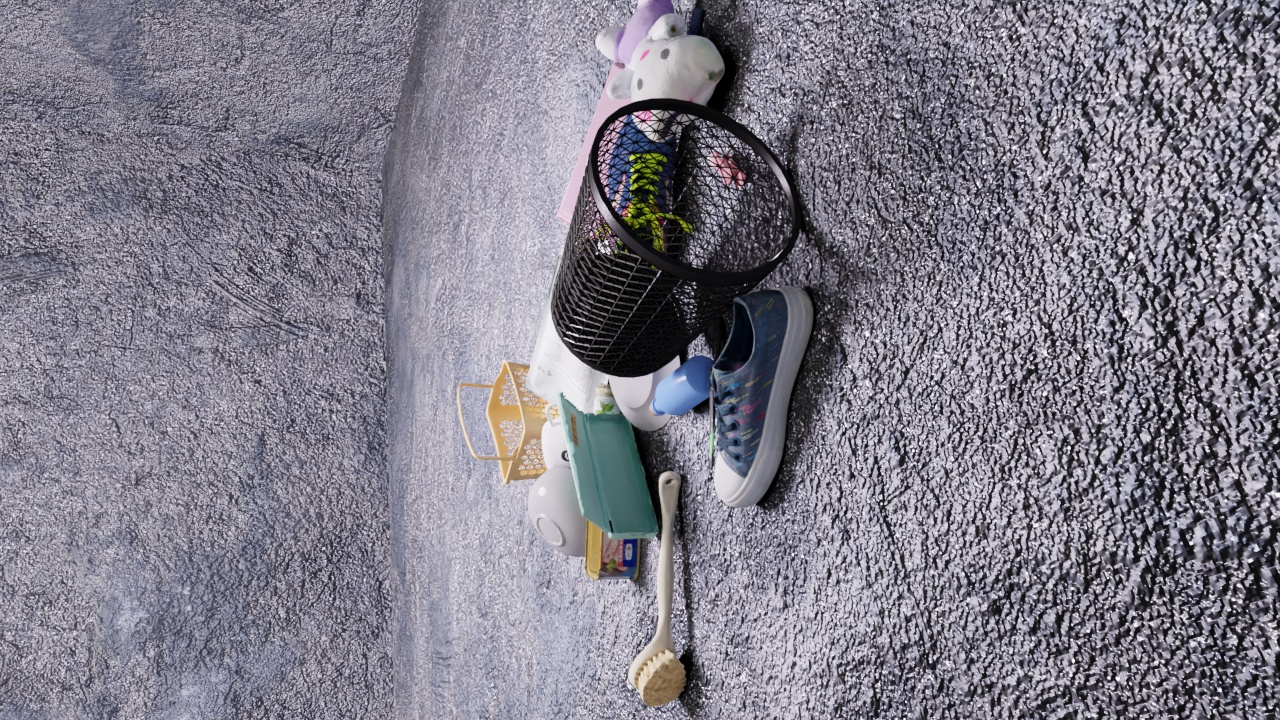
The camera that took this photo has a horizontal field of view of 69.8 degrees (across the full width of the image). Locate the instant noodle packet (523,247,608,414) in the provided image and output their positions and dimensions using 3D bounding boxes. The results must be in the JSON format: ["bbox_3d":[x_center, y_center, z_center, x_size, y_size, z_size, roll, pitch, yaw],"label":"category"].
[{"bbox_3d":[-0.090,-0.022,1.324,0.147,0.057,0.270,37,133,22],"label":"instant noodle packet"}]

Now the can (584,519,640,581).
[{"bbox_3d":[-0.037,0.242,1.217,0.054,0.059,0.099,173,100,-66],"label":"can"}]

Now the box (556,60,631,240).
[{"bbox_3d":[-0.054,-0.301,1.292,0.233,0.075,0.172,-68,28,17],"label":"box"}]

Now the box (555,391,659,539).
[{"bbox_3d":[-0.050,0.138,1.178,0.056,0.138,0.186,-45,43,32],"label":"box"}]

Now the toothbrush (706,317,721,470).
[{"bbox_3d":[0.078,0.031,1.005,0.014,0.017,0.187,104,172,-64],"label":"toothbrush"}]

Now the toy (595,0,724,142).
[{"bbox_3d":[0.023,-0.358,1.112,0.138,0.085,0.209,-42,50,24],"label":"toy"}]

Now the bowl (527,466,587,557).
[{"bbox_3d":[-0.107,0.221,1.289,0.132,0.064,0.132,27,136,29],"label":"bowl"}]

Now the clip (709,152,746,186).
[{"bbox_3d":[0.091,-0.215,1.025,0.059,0.041,0.023,-111,30,-50],"label":"clip"}]

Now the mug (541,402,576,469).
[{"bbox_3d":[-0.100,0.109,1.326,0.090,0.076,0.124,-85,-15,-56],"label":"mug"}]

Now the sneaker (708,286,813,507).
[{"bbox_3d":[0.101,0.036,0.914,0.087,0.079,0.236,-136,54,-59],"label":"sneaker"}]

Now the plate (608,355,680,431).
[{"bbox_3d":[-0.007,0.007,1.185,0.173,0.019,0.173,17,111,55],"label":"plate"}]

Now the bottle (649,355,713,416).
[{"bbox_3d":[0.045,0.038,1.077,0.131,0.048,0.048,139,130,-58],"label":"bottle"}]

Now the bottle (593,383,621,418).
[{"bbox_3d":[-0.047,0.088,1.288,0.043,0.042,0.110,-174,90,-66],"label":"bottle"}]

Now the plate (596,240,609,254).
[{"bbox_3d":[-0.034,-0.139,1.304,0.230,0.030,0.229,-176,90,-66],"label":"plate"}]

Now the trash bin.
[{"bbox_3d":[0.015,-0.110,0.974,0.244,0.216,0.216,125,142,-54],"label":"trash bin"}]

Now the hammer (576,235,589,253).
[{"bbox_3d":[-0.107,-0.139,1.469,0.120,0.033,0.331,-116,38,-50],"label":"hammer"}]

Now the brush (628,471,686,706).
[{"bbox_3d":[0.028,0.268,1.085,0.077,0.062,0.272,-5,77,50],"label":"brush"}]

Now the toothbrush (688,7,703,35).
[{"bbox_3d":[0.049,-0.348,1.165,0.016,0.017,0.190,-131,50,-57],"label":"toothbrush"}]

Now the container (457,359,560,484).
[{"bbox_3d":[-0.209,0.095,1.493,0.183,0.166,0.129,-114,36,-48],"label":"container"}]

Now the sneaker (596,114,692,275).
[{"bbox_3d":[0.009,-0.204,1.149,0.091,0.116,0.242,-54,-32,-81],"label":"sneaker"}]
